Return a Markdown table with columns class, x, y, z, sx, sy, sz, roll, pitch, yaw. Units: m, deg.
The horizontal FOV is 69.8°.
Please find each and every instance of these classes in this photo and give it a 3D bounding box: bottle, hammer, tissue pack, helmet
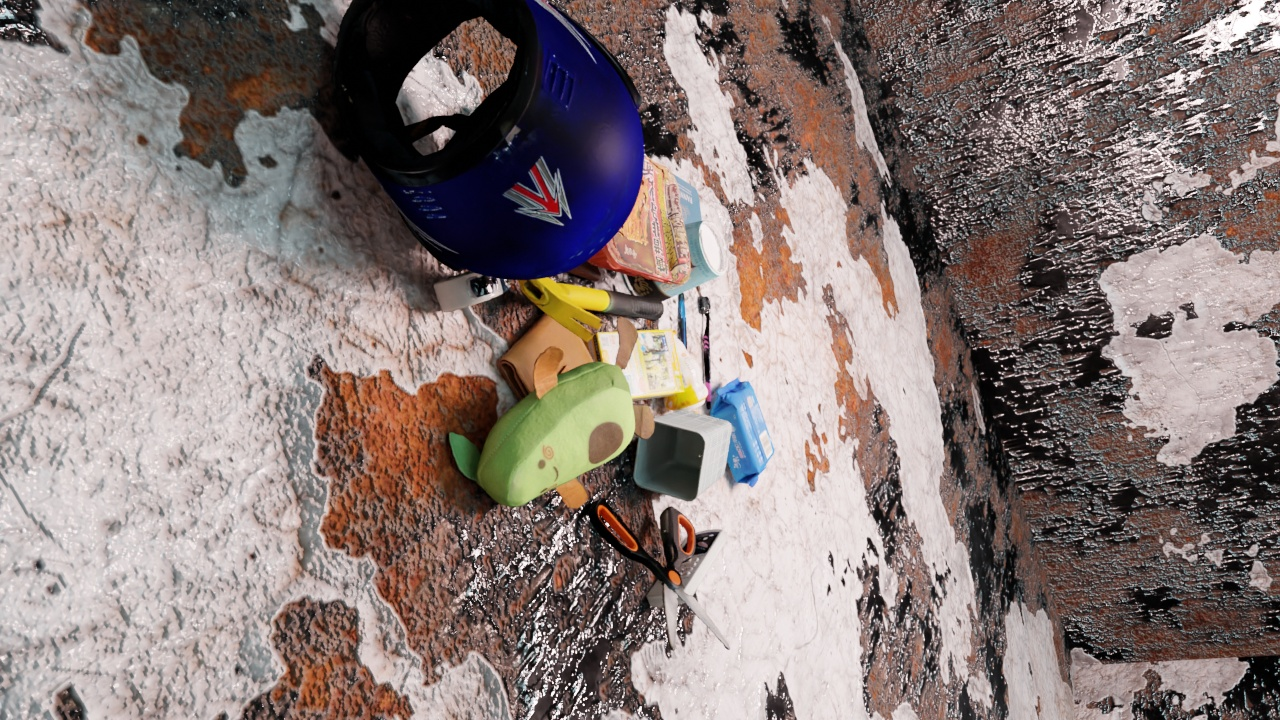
| class | x | y | z | sx | sy | sz | roll | pitch | yaw |
| --- | --- | --- | --- | --- | --- | --- | --- | --- | --- |
| bottle | 0.049 | 0.014 | 1.248 | 0.063 | 0.063 | 0.108 | -28 | 100 | -59 |
| hammer | -0.048 | -0.072 | 1.120 | 0.129 | 0.033 | 0.300 | 46 | 18 | 20 |
| tissue pack | 0.152 | 0.106 | 1.386 | 0.094 | 0.052 | 0.157 | -33 | 105 | -60 |
| helmet | -0.131 | -0.217 | 0.875 | 0.315 | 0.247 | 0.240 | 54 | 10 | 34 |

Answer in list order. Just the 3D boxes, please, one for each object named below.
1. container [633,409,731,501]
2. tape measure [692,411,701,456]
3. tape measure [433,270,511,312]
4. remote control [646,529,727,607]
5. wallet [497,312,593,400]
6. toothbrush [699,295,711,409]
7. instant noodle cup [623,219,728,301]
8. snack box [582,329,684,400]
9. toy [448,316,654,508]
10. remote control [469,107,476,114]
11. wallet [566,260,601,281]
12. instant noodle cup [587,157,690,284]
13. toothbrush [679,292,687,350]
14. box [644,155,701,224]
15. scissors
| class | x | y | z | sx | sy | sz | roll | pitch | yaw |
| --- | --- | --- | --- | --- | --- | --- | --- | --- | --- |
| container | 0.059 | 0.116 | 1.177 | 0.111 | 0.090 | 0.090 | -17 | 118 | -62 |
| tape measure | 0.078 | 0.105 | 1.288 | 0.057 | 0.029 | 0.060 | -40 | 111 | -56 |
| tape measure | -0.173 | -0.073 | 0.923 | 0.065 | 0.066 | 0.033 | -36 | 110 | -59 |
| remote control | 0.061 | 0.260 | 1.162 | 0.149 | 0.058 | 0.021 | -43 | 113 | -57 |
| wallet | -0.100 | 0.010 | 1.042 | 0.108 | 0.031 | 0.131 | 61 | 35 | -19 |
| toothbrush | 0.099 | -0.015 | 1.392 | 0.017 | 0.014 | 0.189 | 23 | 58 | -41 |
| instant noodle cup | 0.051 | -0.140 | 1.263 | 0.111 | 0.121 | 0.111 | 31 | 51 | -49 |
| snack box | -0.007 | 0.007 | 1.163 | 0.140 | 0.034 | 0.087 | -6 | 82 | -44 |
| toy | -0.074 | 0.070 | 0.954 | 0.246 | 0.090 | 0.227 | -35 | 132 | -32 |
| remote control | -0.182 | -0.224 | 1.021 | 0.056 | 0.020 | 0.135 | 46 | 41 | -38 |
| wallet | -0.089 | -0.165 | 1.137 | 0.101 | 0.032 | 0.124 | 12 | 68 | -59 |
| instant noodle cup | -0.017 | -0.177 | 1.150 | 0.188 | 0.079 | 0.164 | 11 | 69 | -55 |
| toothbrush | 0.061 | -0.019 | 1.336 | 0.014 | 0.016 | 0.189 | 25 | 53 | -41 |
| box | 0.026 | -0.224 | 1.321 | 0.184 | 0.062 | 0.089 | 12 | 68 | -54 |
| scissors | 0.026 | 0.241 | 1.072 | 0.234 | 0.022 | 0.220 | 43 | 25 | -3 |
